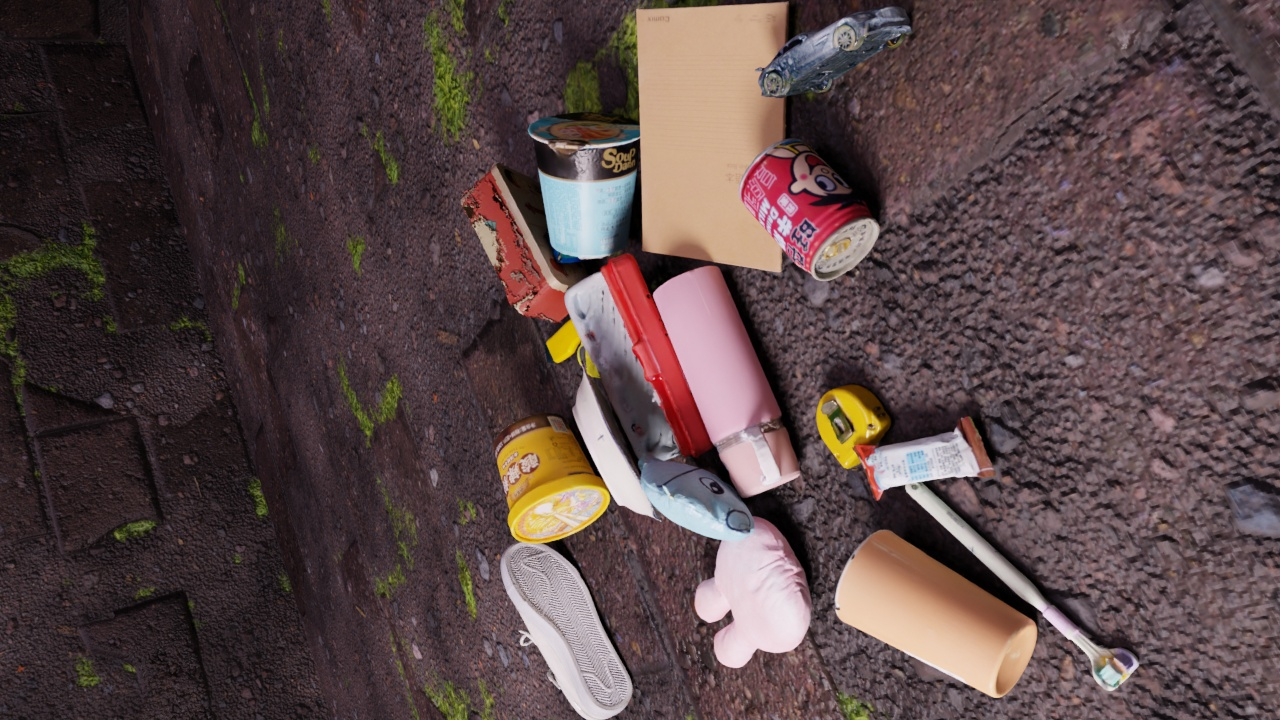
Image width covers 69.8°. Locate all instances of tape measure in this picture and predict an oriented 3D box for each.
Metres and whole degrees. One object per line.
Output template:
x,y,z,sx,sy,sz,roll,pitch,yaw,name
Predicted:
0.163,0.049,0.721,0.057,0.028,0.060,57,140,28,tape measure
-0.070,-0.128,0.965,0.054,0.058,0.025,62,143,26,tape measure

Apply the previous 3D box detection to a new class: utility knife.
-0.071,-0.032,1.035,0.154,0.015,0.033,-36,78,52,utility knife

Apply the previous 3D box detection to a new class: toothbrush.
0.254,0.145,0.635,0.189,0.029,0.020,47,176,38,toothbrush

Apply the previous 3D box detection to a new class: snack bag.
0.202,0.073,0.666,0.104,0.026,0.048,-25,85,41,snack bag

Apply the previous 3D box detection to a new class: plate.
-0.031,0.089,0.929,0.164,0.034,0.164,69,175,-72,plate

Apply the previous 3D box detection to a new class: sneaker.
-0.099,0.337,1.144,0.242,0.089,0.091,55,145,18,sneaker

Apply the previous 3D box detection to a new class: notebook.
0.059,-0.188,0.775,0.150,0.012,0.212,15,115,38,notebook

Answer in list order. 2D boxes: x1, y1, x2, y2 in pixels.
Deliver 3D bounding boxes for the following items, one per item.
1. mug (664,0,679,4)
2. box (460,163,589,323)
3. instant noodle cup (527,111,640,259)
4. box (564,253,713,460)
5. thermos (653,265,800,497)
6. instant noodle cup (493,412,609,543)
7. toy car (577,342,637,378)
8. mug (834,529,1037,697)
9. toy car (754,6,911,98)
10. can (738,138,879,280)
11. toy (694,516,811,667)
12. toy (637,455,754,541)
0.008,-0.379,0.765,0.124,0.083,0.104,41,137,3,mug
-0.130,-0.122,1.003,0.078,0.091,0.168,-37,67,21,box
-0.052,-0.168,0.894,0.111,0.111,0.121,35,134,44,instant noodle cup
0.001,0.002,0.893,0.201,0.065,0.160,66,157,-1,box
0.075,0.017,0.791,0.087,0.067,0.198,66,-177,-77,thermos
-0.109,0.132,1.064,0.114,0.118,0.119,64,144,31,instant noodle cup
-0.032,-0.001,0.977,0.105,0.032,0.048,11,109,51,toy car
0.213,0.184,0.660,0.123,0.078,0.078,26,122,43,mug
0.134,-0.219,0.650,0.121,0.054,0.037,-14,91,55,toy car
0.126,-0.112,0.686,0.093,0.066,0.067,55,140,28,can
0.100,0.216,0.843,0.160,0.054,0.121,-57,49,46,toy
0.046,0.118,0.813,0.161,0.156,0.050,25,94,37,toy
